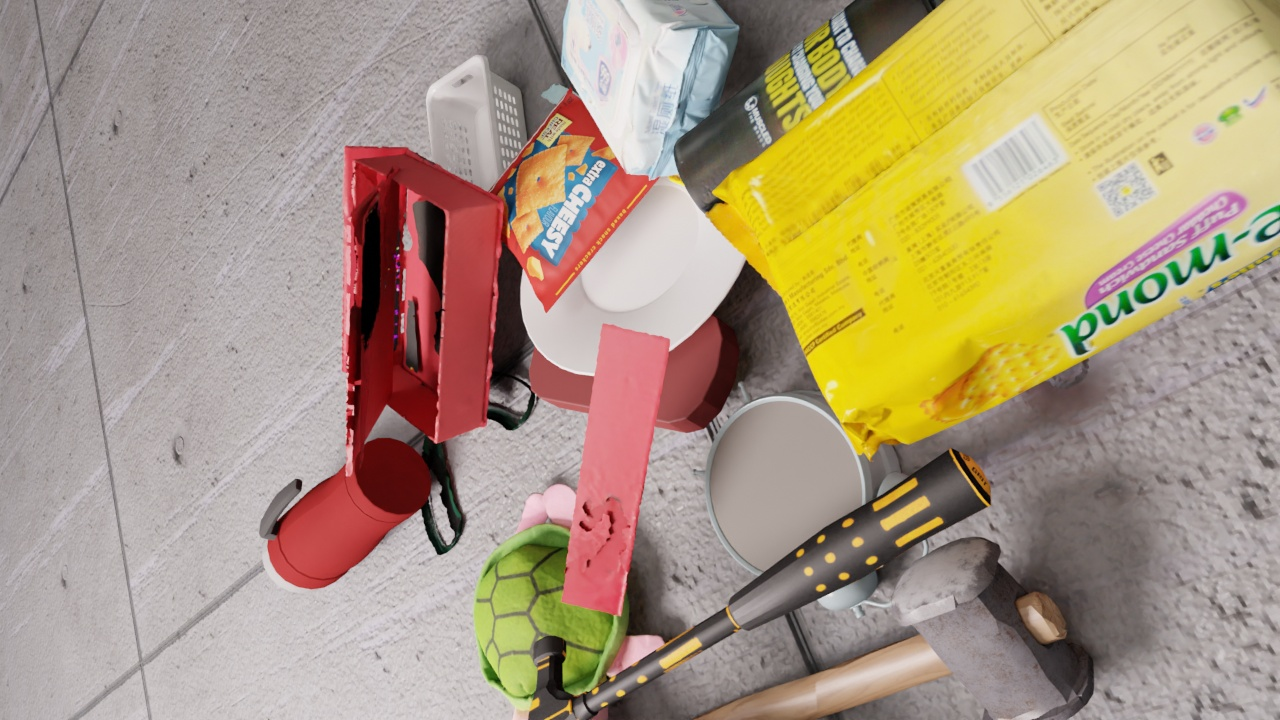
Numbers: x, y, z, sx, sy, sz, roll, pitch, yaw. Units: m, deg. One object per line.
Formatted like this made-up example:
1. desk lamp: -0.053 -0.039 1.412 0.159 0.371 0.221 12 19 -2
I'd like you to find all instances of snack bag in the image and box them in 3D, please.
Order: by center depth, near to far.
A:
1. snack bag: 0.144 -0.074 0.378 0.248 0.068 0.159 -37 66 33
2. snack bag: -0.059 -0.124 0.693 0.131 0.039 0.144 -49 50 11

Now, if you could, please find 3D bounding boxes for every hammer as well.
1. hammer: 0.056 0.150 0.527 0.321 0.036 0.123 -36 36 18
2. hammer: 0.105 0.205 0.559 0.098 0.052 0.329 49 129 -4

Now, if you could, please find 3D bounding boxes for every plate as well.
1. plate: -0.003 -0.084 0.668 0.209 0.015 0.208 -18 57 30

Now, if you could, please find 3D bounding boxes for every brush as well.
1. brush: -0.004 0.004 0.667 0.174 0.042 0.082 8 75 40

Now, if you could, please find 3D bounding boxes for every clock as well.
1. clock: 0.108 0.087 0.575 0.159 0.045 0.123 40 113 35

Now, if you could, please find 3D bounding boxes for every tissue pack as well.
1. tissue pack: -0.004 -0.218 0.630 0.112 0.069 0.181 105 147 -44

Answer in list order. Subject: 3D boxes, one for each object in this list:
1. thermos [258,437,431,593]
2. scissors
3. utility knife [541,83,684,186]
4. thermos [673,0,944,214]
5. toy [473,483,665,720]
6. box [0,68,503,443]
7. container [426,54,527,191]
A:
1. thermos: -0.291 0.146 0.862 0.199 0.108 0.083 -37 44 36
2. scissors: -0.159 0.062 0.823 0.205 0.015 0.201 -24 74 38
3. utility knife: -0.015 -0.176 0.703 0.030 0.019 0.225 -48 45 -4
4. thermos: 0.127 -0.157 0.533 0.221 0.098 0.098 -31 68 28
5. toy: -0.068 0.214 0.690 0.191 0.087 0.238 -13 72 31
6. box: -0.338 -0.093 0.777 0.478 0.170 0.215 12 118 2
7. container: -0.138 -0.187 0.797 0.081 0.049 0.129 -17 77 38
